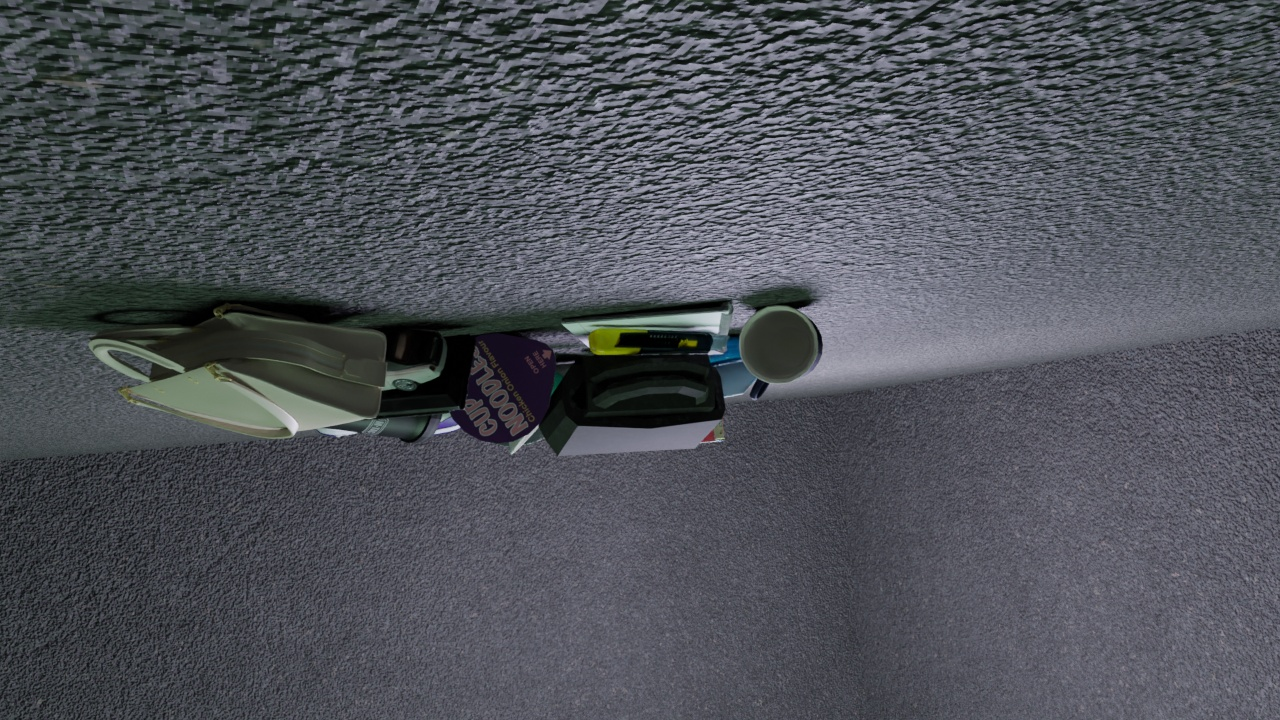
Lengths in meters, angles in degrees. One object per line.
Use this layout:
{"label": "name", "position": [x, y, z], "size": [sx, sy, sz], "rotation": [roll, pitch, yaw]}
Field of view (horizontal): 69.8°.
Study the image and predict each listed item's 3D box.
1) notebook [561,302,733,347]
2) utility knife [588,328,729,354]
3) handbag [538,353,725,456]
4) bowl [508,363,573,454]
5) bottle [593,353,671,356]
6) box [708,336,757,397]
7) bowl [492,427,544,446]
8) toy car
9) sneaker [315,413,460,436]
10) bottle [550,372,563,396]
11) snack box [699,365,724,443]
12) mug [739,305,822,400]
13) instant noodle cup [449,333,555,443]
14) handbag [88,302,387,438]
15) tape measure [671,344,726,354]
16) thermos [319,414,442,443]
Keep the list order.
{"label": "notebook", "position": [0.015, -0.037, 1.063], "size": [0.178, 0.013, 0.245], "rotation": [-4, 175, 3]}
{"label": "utility knife", "position": [0.026, -0.021, 1.021], "size": [0.187, 0.028, 0.020], "rotation": [-1, 174, -34]}
{"label": "handbag", "position": [-0.004, 0.037, 1.077], "size": [0.197, 0.102, 0.200], "rotation": [-1, 162, -18]}
{"label": "bowl", "position": [-0.153, 0.053, 1.352], "size": [0.176, 0.058, 0.176], "rotation": [-50, 180, 0]}
{"label": "bottle", "position": [-0.007, 0.007, 1.241], "size": [0.056, 0.056, 0.161], "rotation": [-1, 180, -40]}
{"label": "box", "position": [0.084, 0.022, 1.350], "size": [0.091, 0.085, 0.244], "rotation": [-4, 175, -36]}
{"label": "bowl", "position": [-0.195, 0.063, 1.536], "size": [0.174, 0.068, 0.174], "rotation": [-12, -146, 8]}
{"label": "toy car", "position": [-0.270, 0.005, 0.917], "size": [0.192, 0.094, 0.071], "rotation": [-6, 145, 14]}
{"label": "sneaker", "position": [-0.351, 0.056, 1.307], "size": [0.244, 0.091, 0.111], "rotation": [-5, 166, -12]}
{"label": "bottle", "position": [-0.142, 0.038, 1.222], "size": [0.209, 0.068, 0.068], "rotation": [7, 170, -25]}
{"label": "snack box", "position": [0.059, 0.067, 1.488], "size": [0.145, 0.142, 0.040], "rotation": [-9, 174, 31]}
{"label": "mug", "position": [0.158, -0.005, 1.042], "size": [0.086, 0.112, 0.089], "rotation": [30, -172, 17]}
{"label": "instant noodle cup", "position": [-0.146, 0.022, 1.067], "size": [0.137, 0.122, 0.121], "rotation": [-34, -179, 8]}
{"label": "handbag", "position": [-0.347, 0.004, 0.765], "size": [0.195, 0.101, 0.197], "rotation": [-10, 161, 39]}
{"label": "tape measure", "position": [0.070, -0.015, 1.134], "size": [0.062, 0.020, 0.060], "rotation": [-4, 174, 18]}
{"label": "thermos", "position": [-0.350, 0.046, 1.116], "size": [0.106, 0.105, 0.218], "rotation": [-11, 168, 43]}
